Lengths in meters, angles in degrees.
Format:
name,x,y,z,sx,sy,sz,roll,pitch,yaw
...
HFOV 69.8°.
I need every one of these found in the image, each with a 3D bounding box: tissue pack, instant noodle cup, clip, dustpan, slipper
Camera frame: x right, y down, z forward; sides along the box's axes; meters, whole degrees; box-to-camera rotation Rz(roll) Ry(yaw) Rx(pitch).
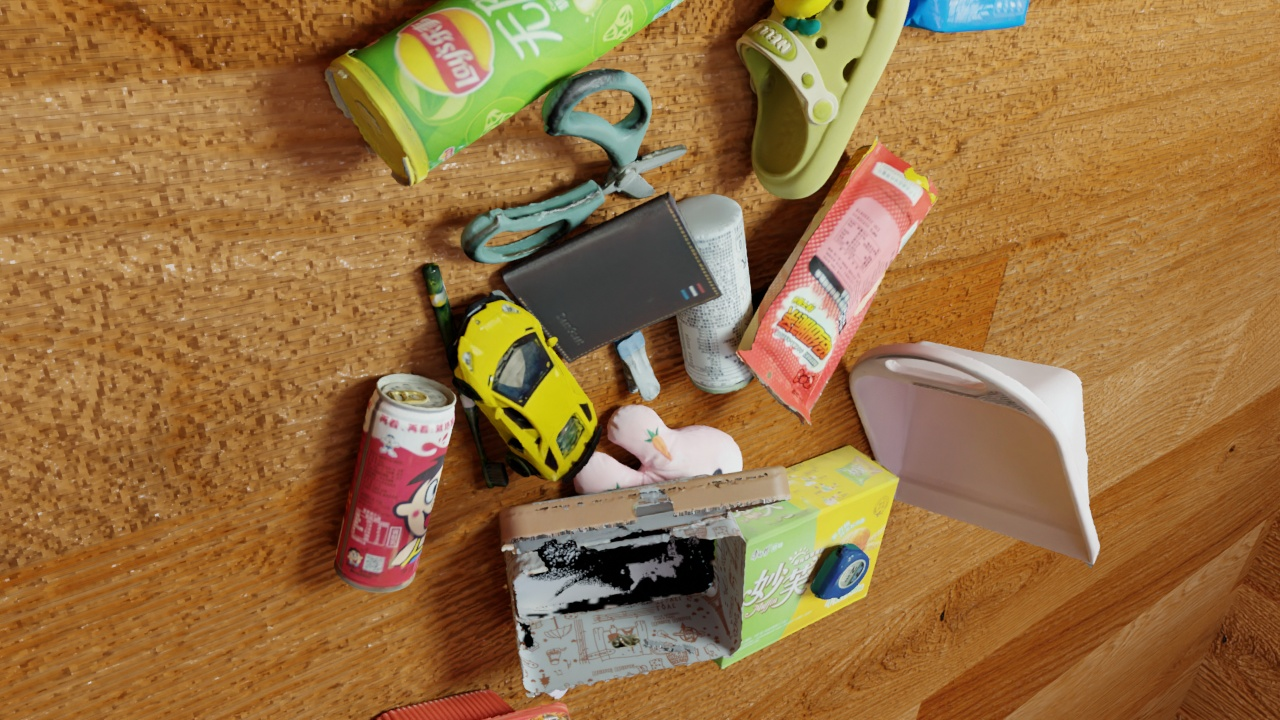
name,x,y,z,sx,sy,sz,roll,pitch,yaw
tissue pack,0.245,-0.299,0.691,0.156,0.052,0.095,-17,123,-32
instant noodle cup,-0.160,0.337,0.725,0.188,0.079,0.165,4,113,-43
clip,-0.003,0.004,0.695,0.024,0.029,0.057,-31,126,-24
dustpan,0.301,0.089,0.871,0.138,0.223,0.274,-30,120,-40
slipper,0.110,-0.201,0.614,0.081,0.091,0.191,-3,121,-37

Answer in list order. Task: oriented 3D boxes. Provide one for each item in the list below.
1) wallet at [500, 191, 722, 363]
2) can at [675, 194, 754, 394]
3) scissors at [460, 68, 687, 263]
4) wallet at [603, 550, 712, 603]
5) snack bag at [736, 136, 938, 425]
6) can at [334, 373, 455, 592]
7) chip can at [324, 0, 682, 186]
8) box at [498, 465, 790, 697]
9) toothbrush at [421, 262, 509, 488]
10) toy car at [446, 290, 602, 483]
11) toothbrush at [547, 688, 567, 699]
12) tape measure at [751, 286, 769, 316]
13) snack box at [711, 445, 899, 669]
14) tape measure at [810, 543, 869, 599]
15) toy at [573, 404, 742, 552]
name,x,y,z,sx,sy,sz,roll,pitch,yaw
wallet,-0.017,-0.052,0.613,0.122,0.020,0.096,-24,134,10
can,0.053,-0.047,0.681,0.058,0.058,0.147,-31,132,-22
scissors,-0.029,-0.122,0.550,0.172,0.019,0.180,-26,160,-27
wallet,0.012,0.213,0.804,0.120,0.019,0.097,-12,106,-25
snack bag,0.153,-0.062,0.719,0.207,0.073,0.128,-57,139,-12
can,-0.156,0.078,0.585,0.053,0.053,0.133,1,115,-41
chip can,-0.056,-0.183,0.494,0.221,0.072,0.073,-39,134,-15
box,-0.008,0.135,0.652,0.178,0.124,0.274,-8,145,-10
toothbrush,-0.114,0.017,0.609,0.012,0.017,0.186,-66,154,-49
toy car,-0.076,0.023,0.615,0.071,0.041,0.156,-54,139,-25
toothbrush,-0.022,0.217,0.811,0.029,0.021,0.189,40,85,-14
tape measure,0.108,-0.024,0.760,0.065,0.033,0.066,-30,130,-24
snack box,0.145,0.188,0.897,0.209,0.070,0.158,-14,124,-34
tape measure,0.191,0.199,0.872,0.054,0.025,0.058,12,112,-46
toy,0.018,0.098,0.749,0.159,0.054,0.121,31,97,-39
